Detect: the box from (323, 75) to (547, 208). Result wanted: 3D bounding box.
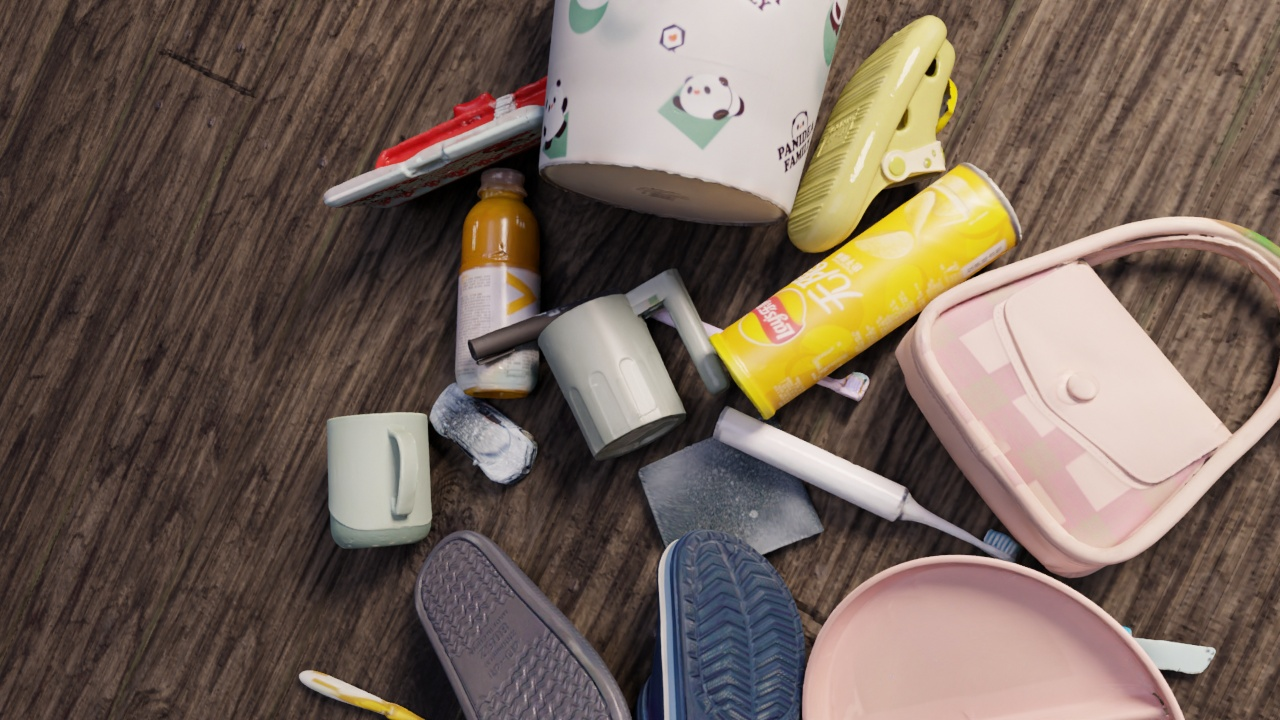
[{"bbox_3d":[-0.148,-0.176,0.761,0.201,0.160,0.060,-18,114,18],"label":"box"}]

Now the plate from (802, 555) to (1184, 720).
[{"bbox_3d":[0.211,0.234,0.568,0.230,0.028,0.229,1,91,34],"label":"plate"}]

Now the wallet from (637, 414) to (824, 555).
[{"bbox_3d":[0.064,0.105,0.691,0.121,0.019,0.097,-25,74,18],"label":"wallet"}]

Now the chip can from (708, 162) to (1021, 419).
[{"bbox_3d":[0.153,-0.047,0.636,0.213,0.072,0.072,-35,71,5],"label":"chip can"}]

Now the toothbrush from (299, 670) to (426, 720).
[{"bbox_3d":[-0.215,0.294,0.769,0.191,0.018,0.016,11,84,23],"label":"toothbrush"}]

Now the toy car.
[{"bbox_3d":[-0.133,0.061,0.768,0.105,0.031,0.049,36,96,21],"label":"toy car"}]

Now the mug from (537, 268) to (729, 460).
[{"bbox_3d":[-0.004,0.004,0.698,0.124,0.083,0.103,-29,74,15],"label":"mug"}]

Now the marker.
[{"bbox_3d":[-0.072,-0.028,0.723,0.131,0.020,0.022,-22,106,-23],"label":"marker"}]

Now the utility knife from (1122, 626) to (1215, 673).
[{"bbox_3d":[0.265,0.180,0.600,0.191,0.018,0.034,3,82,20],"label":"utility knife"}]

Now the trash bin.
[{"bbox_3d":[0.039,-0.239,0.653,0.230,0.229,0.252,10,90,22],"label":"trash bin"}]

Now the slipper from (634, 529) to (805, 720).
[{"bbox_3d":[0.050,0.248,0.637,0.095,0.105,0.252,-25,60,54],"label":"slipper"}]

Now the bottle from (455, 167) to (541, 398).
[{"bbox_3d":[-0.117,-0.064,0.761,0.068,0.068,0.189,-3,80,21],"label":"bottle"}]

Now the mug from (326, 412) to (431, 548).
[{"bbox_3d":[-0.209,0.098,0.754,0.112,0.082,0.106,-16,75,53],"label":"mug"}]

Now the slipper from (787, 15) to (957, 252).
[{"bbox_3d":[0.175,-0.152,0.663,0.081,0.092,0.190,31,82,-17],"label":"slipper"}]

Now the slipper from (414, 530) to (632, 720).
[{"bbox_3d":[-0.079,0.235,0.701,0.111,0.083,0.268,-50,50,3],"label":"slipper"}]

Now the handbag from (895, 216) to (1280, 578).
[{"bbox_3d":[0.306,0.006,0.585,0.234,0.093,0.193,-33,72,6],"label":"handbag"}]

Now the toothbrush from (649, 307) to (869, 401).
[{"bbox_3d":[0.082,-0.011,0.702,0.189,0.029,0.021,22,127,24],"label":"toothbrush"}]

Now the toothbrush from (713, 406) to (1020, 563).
[{"bbox_3d":[0.155,0.089,0.643,0.221,0.027,0.026,24,81,14],"label":"toothbrush"}]
